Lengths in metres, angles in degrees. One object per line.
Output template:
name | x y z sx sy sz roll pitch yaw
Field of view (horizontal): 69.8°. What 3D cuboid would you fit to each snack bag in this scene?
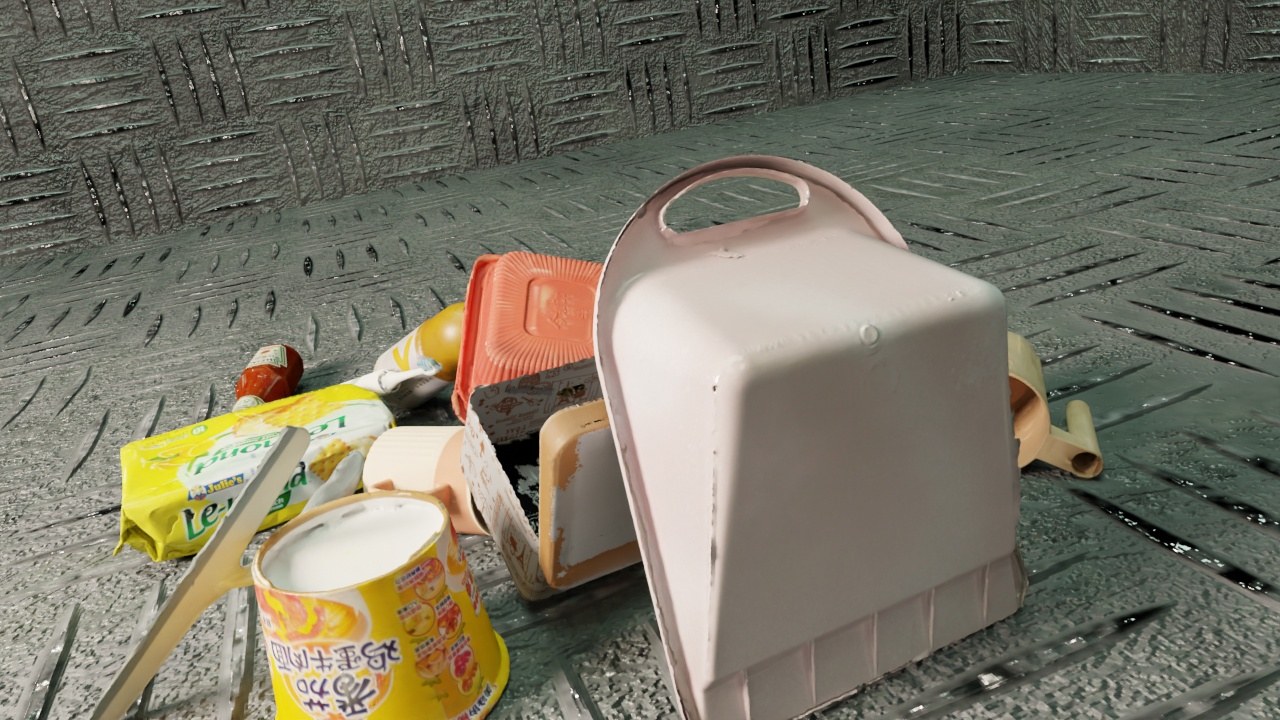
snack bag | -0.331 0.092 0.810 0.246 0.068 0.158 -19 22 -24

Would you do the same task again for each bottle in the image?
bottle | -0.199 -0.010 0.924 0.190 0.068 0.067 -29 4 40
bottle | -0.414 0.037 1.000 0.059 0.060 0.206 -11 20 -6

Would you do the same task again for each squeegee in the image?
squeegee | -0.235 0.113 0.631 0.039 0.247 0.246 37 13 -3

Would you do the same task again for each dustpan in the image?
dustpan | 0.088 0.035 0.498 0.222 0.274 0.139 -13 24 -23

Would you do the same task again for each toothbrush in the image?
toothbrush | -0.269 0.026 0.926 0.222 0.026 0.026 -15 44 41

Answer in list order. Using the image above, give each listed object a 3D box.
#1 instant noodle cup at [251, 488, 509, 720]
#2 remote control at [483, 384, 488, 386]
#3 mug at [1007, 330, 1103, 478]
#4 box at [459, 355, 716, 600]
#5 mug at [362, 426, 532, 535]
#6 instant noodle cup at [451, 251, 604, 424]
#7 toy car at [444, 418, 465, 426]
instant noodle cup | -0.152 0.147 0.528 0.138 0.110 0.138 -7 21 2
remote control | -0.084 0.056 0.734 0.056 0.135 0.019 0 62 8
mug | 0.285 0.035 0.698 0.125 0.084 0.103 23 28 12
box | -0.007 0.041 0.581 0.182 0.194 0.157 -16 53 -28
mug | -0.156 0.094 0.699 0.106 0.082 0.114 0 8 27
instant noodle cup | -0.076 -0.022 0.808 0.164 0.079 0.188 7 59 -10
toy car | -0.148 0.068 0.849 0.105 0.032 0.048 -8 17 39
